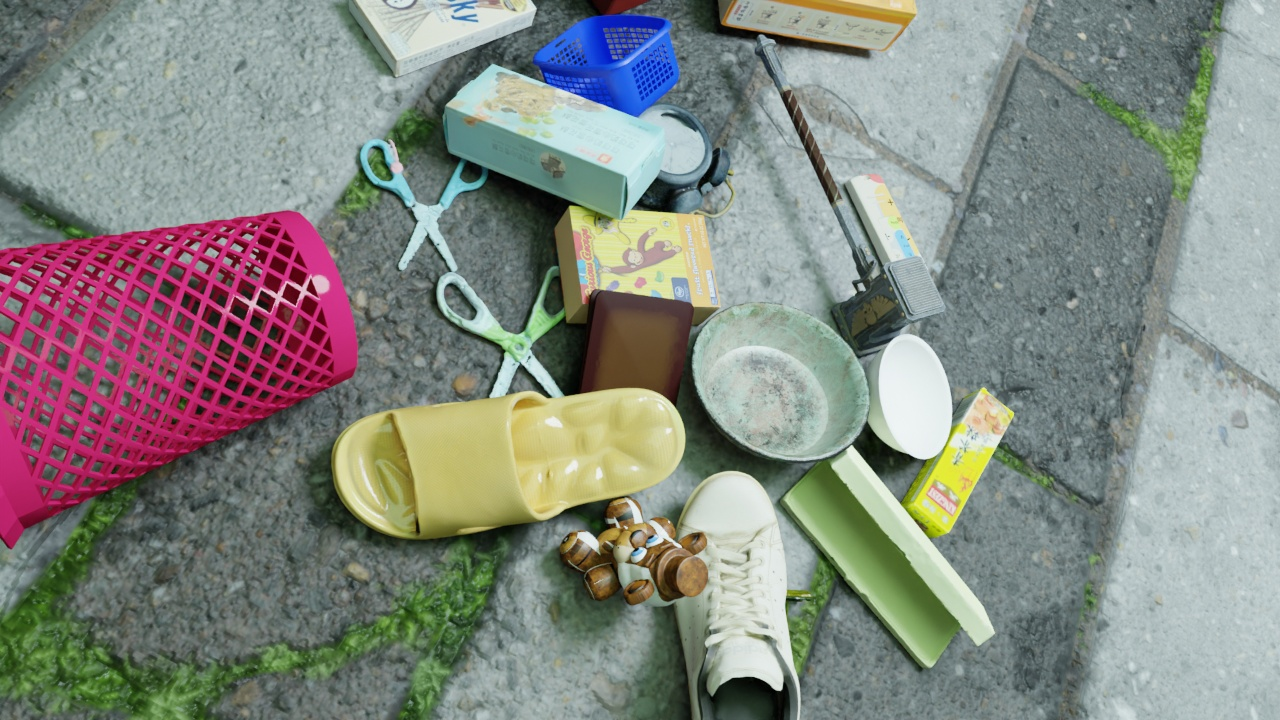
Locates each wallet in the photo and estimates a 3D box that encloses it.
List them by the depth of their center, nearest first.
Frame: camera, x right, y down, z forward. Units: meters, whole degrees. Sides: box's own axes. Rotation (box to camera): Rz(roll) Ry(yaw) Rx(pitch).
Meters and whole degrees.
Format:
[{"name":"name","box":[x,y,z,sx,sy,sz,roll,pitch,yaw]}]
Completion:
[{"name":"wallet","box":[-0.005,0.004,0.745,0.091,0.018,0.115,6,97,-24]}]

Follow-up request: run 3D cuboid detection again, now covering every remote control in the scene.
[{"name":"remote control","box":[0.242,-0.131,0.907,0.038,0.018,0.125,-14,73,-23]}]

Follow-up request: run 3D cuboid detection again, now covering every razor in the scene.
[{"name":"razor","box":[0.113,0.234,0.722,0.042,0.026,0.105,8,72,-18]}]

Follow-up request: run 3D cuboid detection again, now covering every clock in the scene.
[{"name":"clock","box":[0.030,-0.178,0.837,0.129,0.052,0.090,40,63,-5]}]

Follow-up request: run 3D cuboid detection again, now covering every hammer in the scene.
[{"name":"hammer","box":[0.172,-0.168,0.852,0.044,0.099,0.322,-15,75,-23]}]

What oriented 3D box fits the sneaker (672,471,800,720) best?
[{"name":"sneaker","box":[0.067,0.196,0.664,0.089,0.102,0.241,-4,73,3]}]

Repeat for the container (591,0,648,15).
[{"name":"container","box":[-0.034,-0.453,0.867,0.126,0.148,0.201,-32,91,-27]}]

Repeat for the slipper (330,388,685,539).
[{"name":"slipper","box":[-0.088,0.073,0.673,0.263,0.078,0.099,-8,91,-16]}]

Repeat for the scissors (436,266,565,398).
[{"name":"scissors","box":[-0.106,-0.011,0.750,0.168,0.023,0.171,27,61,-13]}]

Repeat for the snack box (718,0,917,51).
[{"name":"snack box","box":[0.173,-0.408,0.954,0.195,0.081,0.145,2,69,-18]}]

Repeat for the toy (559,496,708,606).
[{"name":"toy","box":[0.002,0.145,0.673,0.087,0.113,0.067,-35,105,-30]}]

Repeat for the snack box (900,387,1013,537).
[{"name":"snack box","box":[0.286,0.091,0.829,0.040,0.029,0.147,40,63,0]}]

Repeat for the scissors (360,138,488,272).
[{"name":"scissors","box":[-0.173,-0.138,0.778,0.125,0.015,0.136,-27,86,-24]}]

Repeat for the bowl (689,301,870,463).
[{"name":"bowl","box":[0.113,0.024,0.779,0.157,0.039,0.157,7,56,-11]}]

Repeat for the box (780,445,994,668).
[{"name":"box","box":[0.213,0.156,0.769,0.188,0.089,0.077,49,33,5]}]

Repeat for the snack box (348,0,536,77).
[{"name":"snack box","box":[-0.178,-0.321,0.836,0.149,0.026,0.082,-32,82,-25]}]

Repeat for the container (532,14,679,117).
[{"name":"container","box":[-0.028,-0.259,0.818,0.114,0.058,0.096,20,54,39]}]

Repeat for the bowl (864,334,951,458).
[{"name":"bowl","box":[0.229,0.035,0.817,0.109,0.041,0.109,11,73,-39]}]

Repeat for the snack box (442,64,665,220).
[{"name":"snack box","box":[-0.072,-0.185,0.771,0.175,0.053,0.074,23,52,14]}]

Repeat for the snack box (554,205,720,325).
[{"name":"snack box","box":[-0.003,-0.079,0.785,0.125,0.040,0.088,0,70,-25]}]

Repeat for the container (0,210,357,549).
[{"name":"container","box":[-0.317,-0.010,0.598,0.225,0.184,0.183,-22,78,-32]}]
